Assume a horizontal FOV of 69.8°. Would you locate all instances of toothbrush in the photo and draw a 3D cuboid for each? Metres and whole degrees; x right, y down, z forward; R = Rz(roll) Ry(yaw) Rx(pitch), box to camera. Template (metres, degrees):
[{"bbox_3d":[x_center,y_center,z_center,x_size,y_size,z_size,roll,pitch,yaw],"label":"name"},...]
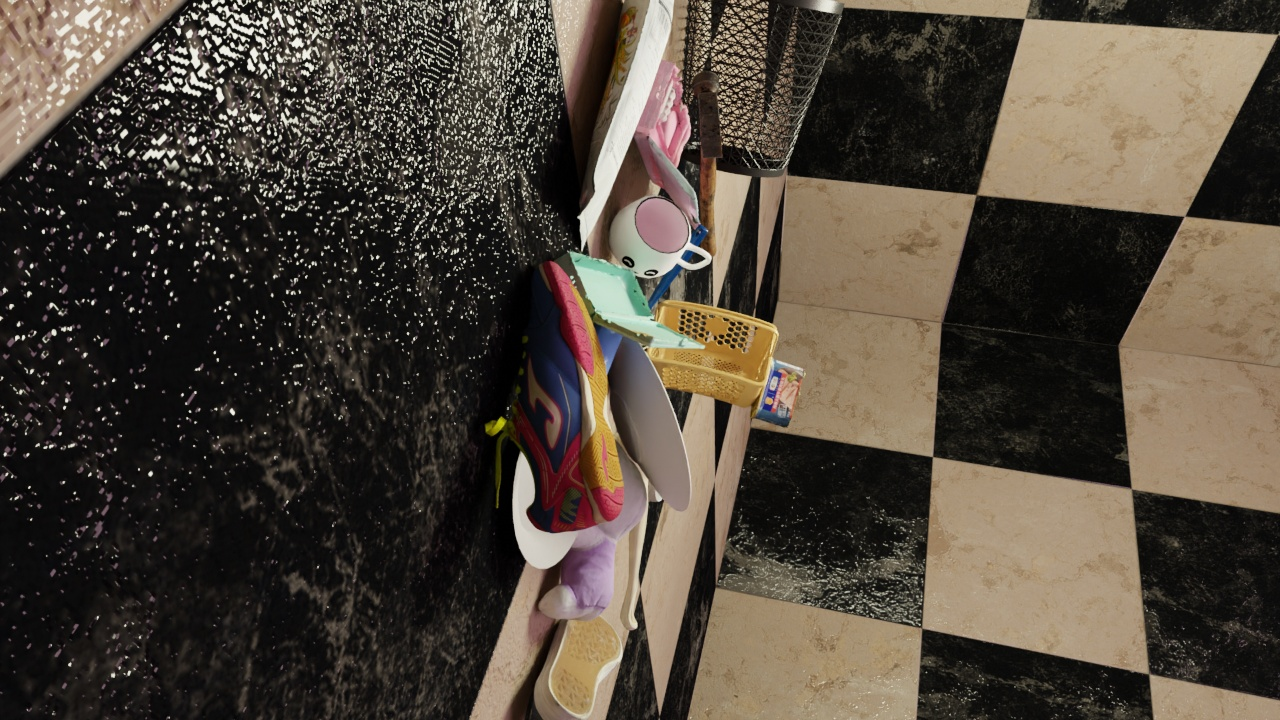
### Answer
[{"bbox_3d":[0.025,-0.090,1.151,0.190,0.016,0.017,-54,169,21],"label":"toothbrush"}]

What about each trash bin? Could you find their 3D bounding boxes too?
[{"bbox_3d":[0.154,-0.404,1.317,0.216,0.217,0.244,-54,157,-65],"label":"trash bin"}]

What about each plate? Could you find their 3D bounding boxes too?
[{"bbox_3d":[-0.005,0.073,1.070,0.230,0.030,0.229,160,-90,-75],"label":"plate"},{"bbox_3d":[-0.091,0.117,0.908,0.172,0.019,0.173,5,90,-68],"label":"plate"}]

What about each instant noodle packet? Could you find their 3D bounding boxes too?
[{"bbox_3d":[-0.024,-0.258,0.937,0.147,0.057,0.268,105,1,-73],"label":"instant noodle packet"}]

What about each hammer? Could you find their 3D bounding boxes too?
[{"bbox_3d":[0.091,-0.228,1.232,0.331,0.033,0.119,80,8,-65],"label":"hammer"}]

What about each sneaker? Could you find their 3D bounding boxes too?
[{"bbox_3d":[-0.083,0.030,0.803,0.116,0.091,0.241,39,38,-66],"label":"sneaker"},{"bbox_3d":[-0.086,0.366,1.068,0.079,0.087,0.235,-48,178,13],"label":"sneaker"}]

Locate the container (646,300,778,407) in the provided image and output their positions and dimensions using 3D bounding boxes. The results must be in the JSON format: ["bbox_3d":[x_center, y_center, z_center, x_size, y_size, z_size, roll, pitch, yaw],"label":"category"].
[{"bbox_3d":[0.109,-0.024,1.393,0.167,0.183,0.129,95,10,-56],"label":"container"}]

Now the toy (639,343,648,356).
[{"bbox_3d":[-0.007,0.007,1.190,0.087,0.050,0.112,-11,115,-79],"label":"toy"}]

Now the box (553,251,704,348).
[{"bbox_3d":[-0.010,-0.050,0.950,0.056,0.138,0.186,-43,166,15],"label":"box"}]

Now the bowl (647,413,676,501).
[{"bbox_3d":[0.006,0.132,1.307,0.131,0.064,0.132,10,89,-78],"label":"bowl"}]

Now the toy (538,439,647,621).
[{"bbox_3d":[-0.050,0.198,1.058,0.138,0.085,0.209,59,46,-69],"label":"toy"}]

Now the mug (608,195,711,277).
[{"bbox_3d":[0.023,-0.135,1.072,0.076,0.124,0.090,-34,-143,58],"label":"mug"}]

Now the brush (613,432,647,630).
[{"bbox_3d":[-0.007,0.218,1.208,0.062,0.077,0.272,6,85,-66],"label":"brush"}]

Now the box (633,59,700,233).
[{"bbox_3d":[0.032,-0.246,1.115,0.233,0.075,0.172,39,42,-81],"label":"box"}]

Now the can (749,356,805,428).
[{"bbox_3d":[0.211,0.050,1.411,0.054,0.059,0.099,118,-11,-82],"label":"can"}]

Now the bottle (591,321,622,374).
[{"bbox_3d":[-0.044,-0.029,0.998,0.130,0.048,0.048,-70,163,-44],"label":"bottle"}]
